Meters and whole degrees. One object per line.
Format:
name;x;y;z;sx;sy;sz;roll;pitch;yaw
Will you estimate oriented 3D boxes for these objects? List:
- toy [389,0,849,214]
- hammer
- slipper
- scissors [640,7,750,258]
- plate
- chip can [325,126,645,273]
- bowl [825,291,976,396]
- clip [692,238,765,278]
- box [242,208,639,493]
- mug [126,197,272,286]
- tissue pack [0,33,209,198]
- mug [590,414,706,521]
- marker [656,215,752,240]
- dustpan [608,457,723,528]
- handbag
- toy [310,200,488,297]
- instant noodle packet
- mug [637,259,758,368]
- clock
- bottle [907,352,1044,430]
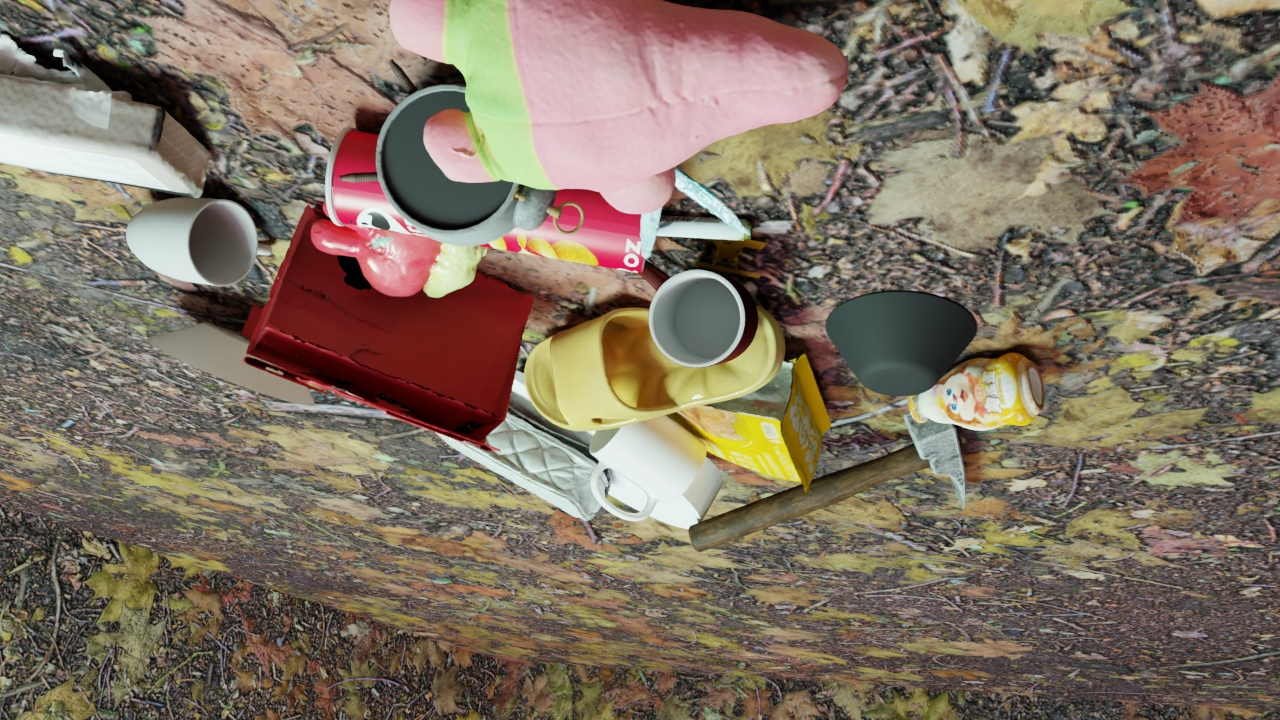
toy;-0.010;-0.153;0.488;0.237;0.096;0.192;3;133;15
hammer;0.205;0.156;0.998;0.301;0.037;0.218;-23;146;11
slipper;-0.005;0.005;0.808;0.264;0.099;0.078;-11;171;28
scissors;-0.002;-0.139;0.566;0.175;0.013;0.171;20;134;12
plate;-0.416;-0.004;0.957;0.174;0.036;0.174;24;176;1
chip can;-0.101;-0.112;0.648;0.220;0.069;0.069;9;154;1
bowl;0.217;-0.004;0.773;0.124;0.052;0.124;8;154;4
clip;0.067;-0.078;0.709;0.054;0.048;0.046;10;130;-4
box;-0.159;-0.013;0.666;0.212;0.148;0.375;24;176;-23
mug;-0.375;-0.102;0.787;0.089;0.071;0.107;8;-177;23
tissue pack;-0.415;-0.174;0.656;0.181;0.071;0.104;13;170;-1
mug;-0.002;0.101;0.901;0.090;0.110;0.074;36;163;-14
marker;0.010;-0.102;0.689;0.146;0.017;0.017;4;154;10
dustpan;-0.031;0.097;1.042;0.258;0.053;0.192;33;158;1
handbag;-0.126;0.100;1.014;0.195;0.072;0.139;27;166;13
toy;-0.188;-0.093;0.723;0.135;0.045;0.092;12;120;-23
instant noodle packet;0.064;0.040;0.909;0.222;0.084;0.163;14;159;26
mug;0.039;-0.043;0.718;0.105;0.073;0.082;41;-169;9
clock;-0.104;-0.119;0.584;0.148;0.104;0.056;26;-172;0
bottle;0.292;0.031;0.804;0.109;0.063;0.063;-13;146;38
